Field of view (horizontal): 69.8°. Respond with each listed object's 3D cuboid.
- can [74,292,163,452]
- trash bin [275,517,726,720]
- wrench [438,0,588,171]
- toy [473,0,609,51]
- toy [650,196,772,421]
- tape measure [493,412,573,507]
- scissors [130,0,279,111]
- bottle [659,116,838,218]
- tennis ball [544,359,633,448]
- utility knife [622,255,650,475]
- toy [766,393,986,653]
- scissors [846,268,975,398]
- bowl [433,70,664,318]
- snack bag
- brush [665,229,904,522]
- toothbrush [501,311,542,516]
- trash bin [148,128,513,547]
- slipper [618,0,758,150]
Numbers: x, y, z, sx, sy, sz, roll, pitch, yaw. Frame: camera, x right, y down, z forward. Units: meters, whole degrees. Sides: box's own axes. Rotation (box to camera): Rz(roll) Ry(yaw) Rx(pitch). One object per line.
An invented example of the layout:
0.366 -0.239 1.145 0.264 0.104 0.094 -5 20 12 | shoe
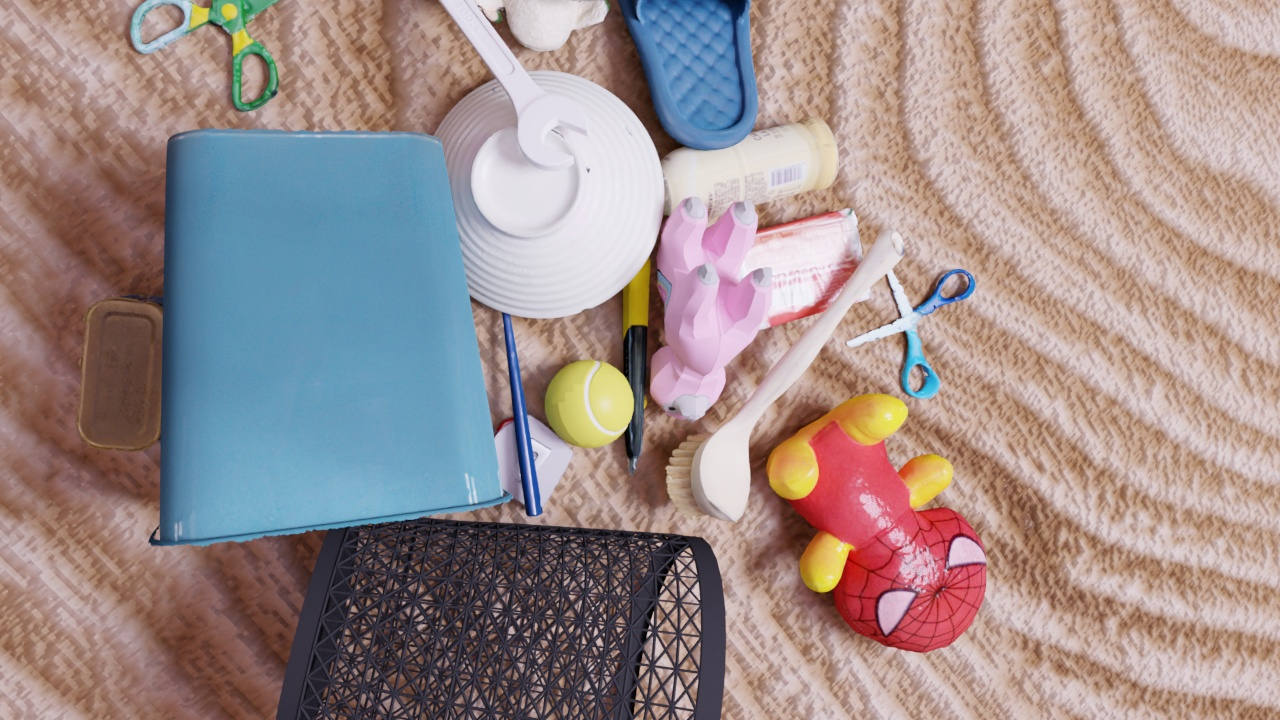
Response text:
-0.328 0.006 0.594 0.054 0.059 0.100 5 92 -16 | can
-0.095 0.203 0.608 0.243 0.217 0.217 13 91 -10 | trash bin
-0.120 -0.234 0.602 0.047 0.009 0.273 -34 79 -9 | wrench
-0.077 -0.263 0.649 0.112 0.050 0.087 -13 92 -9 | toy
0.043 -0.035 0.674 0.067 0.158 0.123 2 55 -16 | toy
-0.087 0.075 0.689 0.060 0.020 0.062 34 85 -16 | tape measure
-0.282 -0.231 0.613 0.127 0.011 0.125 -2 96 -16 | scissors
0.067 -0.141 0.697 0.162 0.056 0.056 -16 99 -14 | bottle
-0.038 0.032 0.676 0.065 0.065 0.065 -1 95 -16 | tennis ball
-0.004 0.004 0.704 0.020 0.029 0.174 1 96 -11 | utility knife
0.192 0.137 0.734 0.147 0.098 0.216 -31 101 0 | toy
0.234 -0.033 0.778 0.133 0.014 0.127 -29 98 -8 | scissors
-0.072 -0.118 0.625 0.177 0.071 0.177 0 92 1 | bowl
0.121 -0.071 0.729 0.115 0.036 0.077 -16 98 -14 | snack bag
0.114 0.009 0.696 0.272 0.077 0.062 -53 136 -5 | brush
-0.087 0.019 0.671 0.017 0.016 0.190 -6 86 -19 | toothbrush
-0.196 -0.015 0.567 0.199 0.197 0.218 -5 90 -21 | trash bin
0.040 -0.257 0.665 0.103 0.059 0.213 -11 84 -18 | slipper
